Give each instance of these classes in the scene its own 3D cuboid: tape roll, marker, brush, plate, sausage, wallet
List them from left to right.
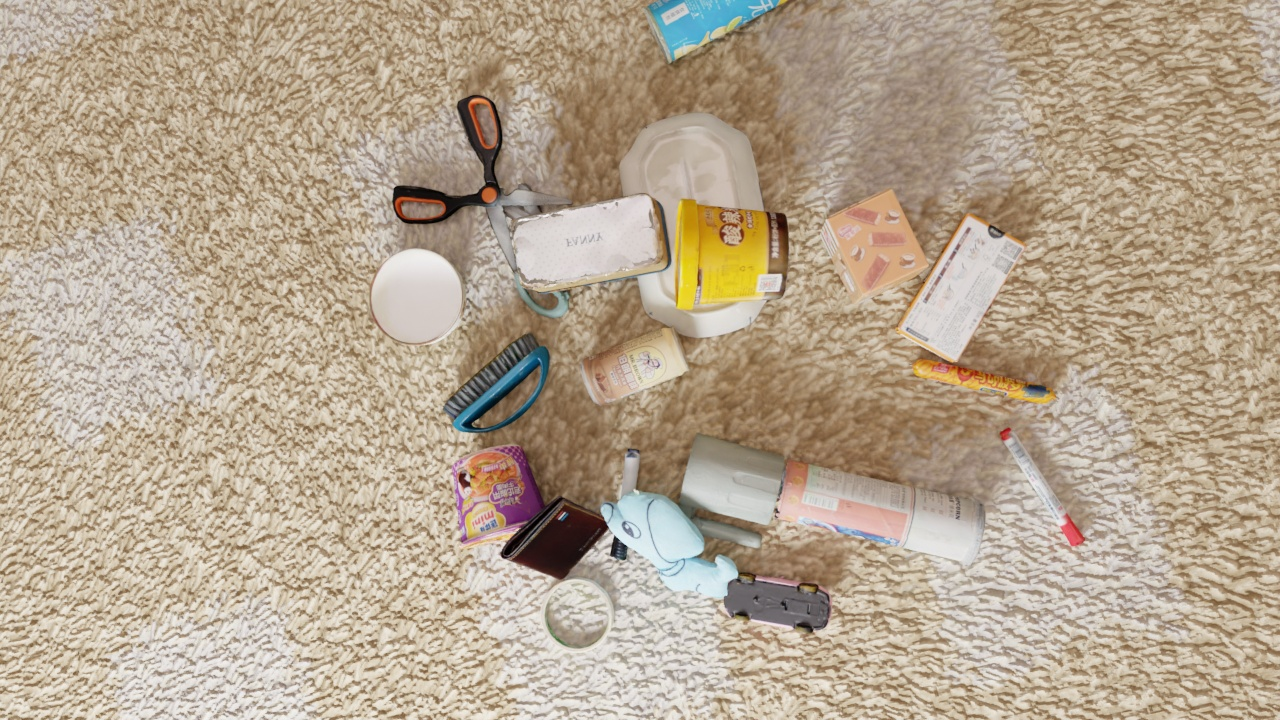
[{"bbox_3d":[-0.161,0.036,1.076,0.144,0.055,0.073,-40,82,4],"label":"brush"},{"bbox_3d":[-0.091,0.201,1.033,0.096,0.122,0.020,-44,56,4],"label":"wallet"},{"bbox_3d":[-0.074,0.298,1.076,0.086,0.014,0.086,0,88,8],"label":"tape roll"},{"bbox_3d":[-0.018,0.168,1.070,0.022,0.018,0.130,7,90,-28],"label":"marker"},{"bbox_3d":[0.064,-0.160,1.063,0.162,0.034,0.265,-9,87,7],"label":"plate"},{"bbox_3d":[0.381,0.023,1.022,0.165,0.021,0.021,13,89,8],"label":"sausage"},{"bbox_3d":[0.442,0.139,1.012,0.017,0.017,0.145,-32,84,5],"label":"marker"}]

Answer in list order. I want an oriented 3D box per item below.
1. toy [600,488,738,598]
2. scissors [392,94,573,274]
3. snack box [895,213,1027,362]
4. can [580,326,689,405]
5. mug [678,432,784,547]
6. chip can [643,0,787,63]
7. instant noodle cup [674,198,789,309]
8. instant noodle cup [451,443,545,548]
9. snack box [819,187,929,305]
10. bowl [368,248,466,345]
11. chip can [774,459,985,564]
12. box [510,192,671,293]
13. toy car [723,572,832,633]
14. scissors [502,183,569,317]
[{"bbox_3d":[0.030,0.202,1.024,0.162,0.049,0.156,7,126,27],"label":"toy"},{"bbox_3d":[-0.192,-0.211,1.102,0.234,0.021,0.221,-1,87,11],"label":"scissors"},{"bbox_3d":[0.357,-0.081,1.026,0.075,0.026,0.154,31,93,7],"label":"snack box"},{"bbox_3d":[-0.006,0.006,1.055,0.116,0.058,0.058,-21,85,6],"label":"can"},{"bbox_3d":[0.099,0.150,1.033,0.103,0.083,0.124,13,116,7],"label":"mug"},{"bbox_3d":[0.111,-0.420,1.049,0.210,0.071,0.071,-26,85,7],"label":"chip can"},{"bbox_3d":[0.096,-0.112,0.986,0.114,0.118,0.118,2,88,0],"label":"instant noodle cup"},{"bbox_3d":[-0.165,0.154,1.051,0.111,0.111,0.099,-18,78,6],"label":"instant noodle cup"},{"bbox_3d":[0.254,-0.123,1.007,0.077,0.092,0.094,-25,85,6],"label":"snack box"},{"bbox_3d":[-0.258,-0.073,1.090,0.113,0.062,0.113,0,88,6],"label":"bowl"},{"bbox_3d":[0.259,0.164,1.008,0.215,0.071,0.071,12,89,8],"label":"chip can"},{"bbox_3d":[-0.050,-0.132,1.034,0.184,0.062,0.090,-7,88,9],"label":"box"},{"bbox_3d":[0.155,0.272,1.037,0.122,0.037,0.056,5,86,20],"label":"toy car"},{"bbox_3d":[-0.091,-0.146,1.092,0.172,0.019,0.176,-20,82,8],"label":"scissors"}]
